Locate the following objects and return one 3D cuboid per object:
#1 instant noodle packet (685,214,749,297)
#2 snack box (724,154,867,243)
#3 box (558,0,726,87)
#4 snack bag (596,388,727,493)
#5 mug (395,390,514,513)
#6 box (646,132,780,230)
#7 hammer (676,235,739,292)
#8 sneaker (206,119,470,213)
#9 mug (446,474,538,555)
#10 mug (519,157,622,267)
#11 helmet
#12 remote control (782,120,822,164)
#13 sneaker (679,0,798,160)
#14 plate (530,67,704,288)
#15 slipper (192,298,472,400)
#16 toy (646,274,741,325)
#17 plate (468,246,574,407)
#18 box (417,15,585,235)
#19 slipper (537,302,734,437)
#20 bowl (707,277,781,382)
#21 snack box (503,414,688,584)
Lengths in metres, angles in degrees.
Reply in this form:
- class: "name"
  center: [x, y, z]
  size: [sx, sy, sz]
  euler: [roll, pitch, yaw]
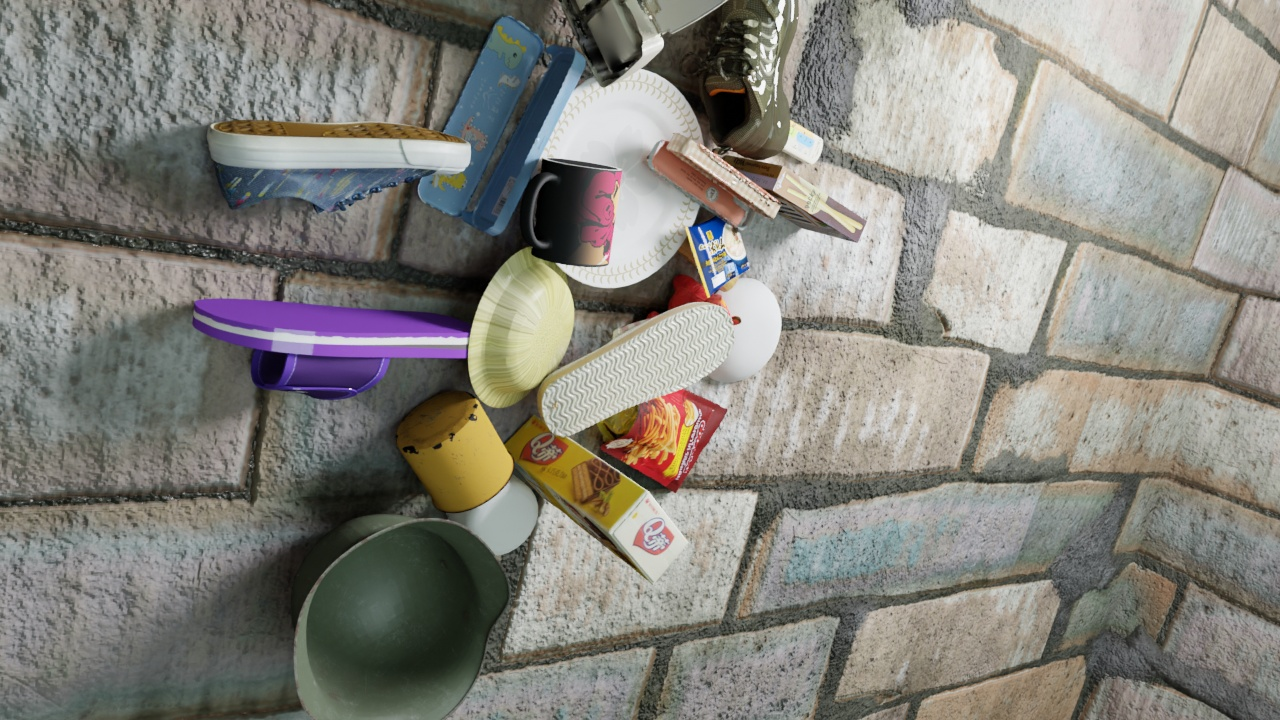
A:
- class: "instant noodle packet"
  center: [0.097, -0.137, 1.136]
  size: [0.134, 0.026, 0.087]
  euler: [-35, 110, -55]
- class: "snack box"
  center: [0.198, -0.208, 1.186]
  size: [0.185, 0.101, 0.031]
  euler: [20, 95, -42]
- class: "box"
  center: [-0.009, -0.364, 0.884]
  size: [0.057, 0.188, 0.144]
  euler: [-33, 102, -38]
- class: "snack bag"
  center: [0.027, 0.090, 1.217]
  size: [0.208, 0.067, 0.139]
  euler: [33, 80, -51]
- class: "mug"
  center: [-0.199, 0.089, 1.001]
  size: [0.123, 0.101, 0.094]
  euler: [-74, 148, -50]
- class: "box"
  center: [0.089, -0.204, 1.070]
  size: [0.187, 0.056, 0.071]
  euler: [24, 123, -42]
- class: "hammer"
  center: [0.018, -0.173, 1.105]
  size: [0.330, 0.033, 0.132]
  euler: [35, 83, -42]
- class: "sneaker"
  center: [-0.267, -0.173, 0.842]
  size: [0.235, 0.087, 0.079]
  euler: [-7, 119, -32]
- class: "mug"
  center: [-0.178, 0.169, 1.061]
  size: [0.115, 0.068, 0.094]
  euler: [36, 84, -42]
- class: "mug"
  center: [-0.077, -0.150, 0.927]
  size: [0.117, 0.082, 0.098]
  euler: [-12, 116, -52]
- class: "helmet"
  center: [-0.270, 0.266, 0.968]
  size: [0.226, 0.154, 0.268]
  euler: [-27, 118, -30]
- class: "remote control"
  center: [0.192, -0.294, 1.203]
  size: [0.125, 0.018, 0.038]
  euler: [16, 97, -40]
- class: "sneaker"
  center: [0.100, -0.344, 1.042]
  size: [0.142, 0.101, 0.238]
  euler: [-20, 115, -44]
- class: "plate"
  center: [-0.023, -0.201, 1.027]
  size: [0.241, 0.016, 0.243]
  euler: [-16, 118, -35]
- class: "slipper"
  center: [-0.287, -0.001, 0.885]
  size: [0.266, 0.107, 0.084]
  euler: [1, 107, -44]
- class: "toy"
  center: [0.062, -0.034, 1.153]
  size: [0.088, 0.094, 0.133]
  euler: [23, 92, -45]
- class: "plate"
  center: [-0.115, -0.031, 1.001]
  size: [0.183, 0.036, 0.185]
  euler: [-46, 146, -45]
- class: "box"
  center: [-0.140, -0.237, 0.924]
  size: [0.085, 0.073, 0.209]
  euler: [25, 91, -38]
- class: "slipper"
  center: [-0.006, 0.006, 1.077]
  size: [0.262, 0.052, 0.115]
  euler: [-25, 126, -22]
- class: "bowl"
  center: [0.145, -0.035, 1.252]
  size: [0.149, 0.043, 0.150]
  euler: [-15, 117, -34]
- class: "snack box"
  center: [-0.057, 0.154, 1.042]
  size: [0.061, 0.230, 0.110]
  euler: [-46, 130, -15]
